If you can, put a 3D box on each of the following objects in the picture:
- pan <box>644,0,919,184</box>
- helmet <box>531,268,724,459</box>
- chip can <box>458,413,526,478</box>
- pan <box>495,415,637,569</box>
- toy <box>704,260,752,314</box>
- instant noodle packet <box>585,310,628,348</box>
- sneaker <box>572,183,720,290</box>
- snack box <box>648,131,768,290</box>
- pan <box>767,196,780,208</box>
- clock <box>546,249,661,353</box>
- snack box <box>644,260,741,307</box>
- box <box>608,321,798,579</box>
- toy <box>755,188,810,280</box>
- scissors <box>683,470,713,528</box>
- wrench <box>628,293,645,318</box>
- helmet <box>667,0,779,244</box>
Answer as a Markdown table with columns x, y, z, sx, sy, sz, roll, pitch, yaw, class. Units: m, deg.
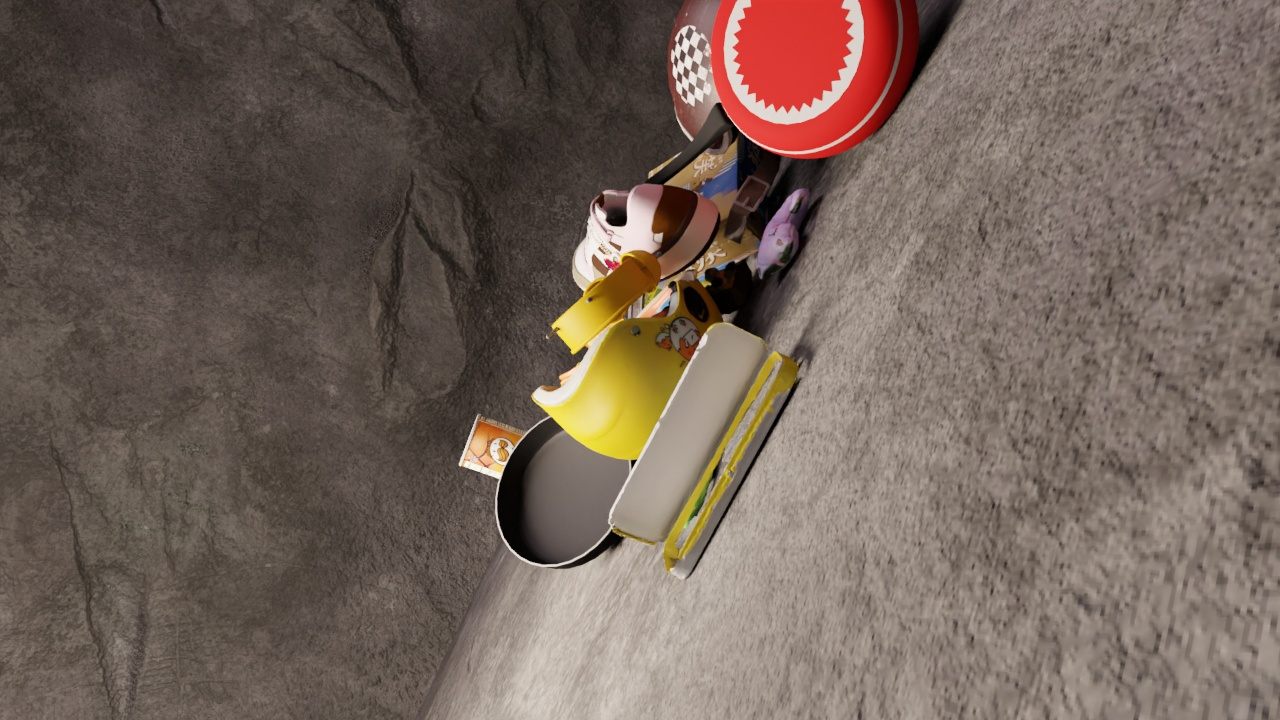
| x | y | z | sx | sy | sz | roll | pitch | yaw | class |
| --- | --- | --- | --- | --- | --- | --- | --- | --- | --- |
| 0.110 | -0.269 | 0.922 | 0.357 | 0.209 | 0.067 | -33 | -10 | 38 | pan |
| 0.016 | 0.016 | 0.995 | 0.239 | 0.139 | 0.210 | -41 | 2 | -44 | helmet |
| -0.135 | 0.145 | 1.268 | 0.075 | 0.215 | 0.075 | -161 | 91 | -81 | chip can |
| -0.036 | 0.110 | 1.143 | 0.356 | 0.044 | 0.204 | -43 | 50 | 7 | pan |
| 0.097 | -0.088 | 1.055 | 0.076 | 0.062 | 0.100 | -46 | -13 | -4 | toy |
| -0.006 | -0.052 | 1.415 | 0.221 | 0.032 | 0.160 | 40 | 107 | 45 | instant noodle packet |
| -0.034 | -0.148 | 1.097 | 0.294 | 0.116 | 0.111 | -4 | 60 | 63 | sneaker |
| 0.084 | -0.201 | 1.194 | 0.155 | 0.069 | 0.202 | -26 | 39 | 31 | snack box |
| 0.157 | -0.220 | 1.309 | 0.199 | 0.021 | 0.356 | -63 | 8 | 5 | pan |
| -0.034 | -0.065 | 0.969 | 0.114 | 0.052 | 0.151 | -38 | 5 | 37 | clock |
| 0.046 | -0.069 | 1.219 | 0.121 | 0.045 | 0.180 | 10 | 68 | 46 | snack box |
| 0.056 | 0.079 | 0.767 | 0.209 | 0.079 | 0.080 | -62 | 23 | 10 | box |
| 0.151 | -0.136 | 0.965 | 0.080 | 0.036 | 0.099 | -58 | 7 | 45 | toy |
| 0.072 | 0.081 | 0.852 | 0.138 | 0.028 | 0.171 | -73 | 7 | -67 | scissors |
| -0.007 | 0.007 | 1.187 | 0.070 | 0.010 | 0.273 | -5 | 81 | 46 | wrench |
| 0.140 | -0.330 | 1.054 | 0.232 | 0.234 | 0.254 | -25 | -35 | -33 | helmet |
